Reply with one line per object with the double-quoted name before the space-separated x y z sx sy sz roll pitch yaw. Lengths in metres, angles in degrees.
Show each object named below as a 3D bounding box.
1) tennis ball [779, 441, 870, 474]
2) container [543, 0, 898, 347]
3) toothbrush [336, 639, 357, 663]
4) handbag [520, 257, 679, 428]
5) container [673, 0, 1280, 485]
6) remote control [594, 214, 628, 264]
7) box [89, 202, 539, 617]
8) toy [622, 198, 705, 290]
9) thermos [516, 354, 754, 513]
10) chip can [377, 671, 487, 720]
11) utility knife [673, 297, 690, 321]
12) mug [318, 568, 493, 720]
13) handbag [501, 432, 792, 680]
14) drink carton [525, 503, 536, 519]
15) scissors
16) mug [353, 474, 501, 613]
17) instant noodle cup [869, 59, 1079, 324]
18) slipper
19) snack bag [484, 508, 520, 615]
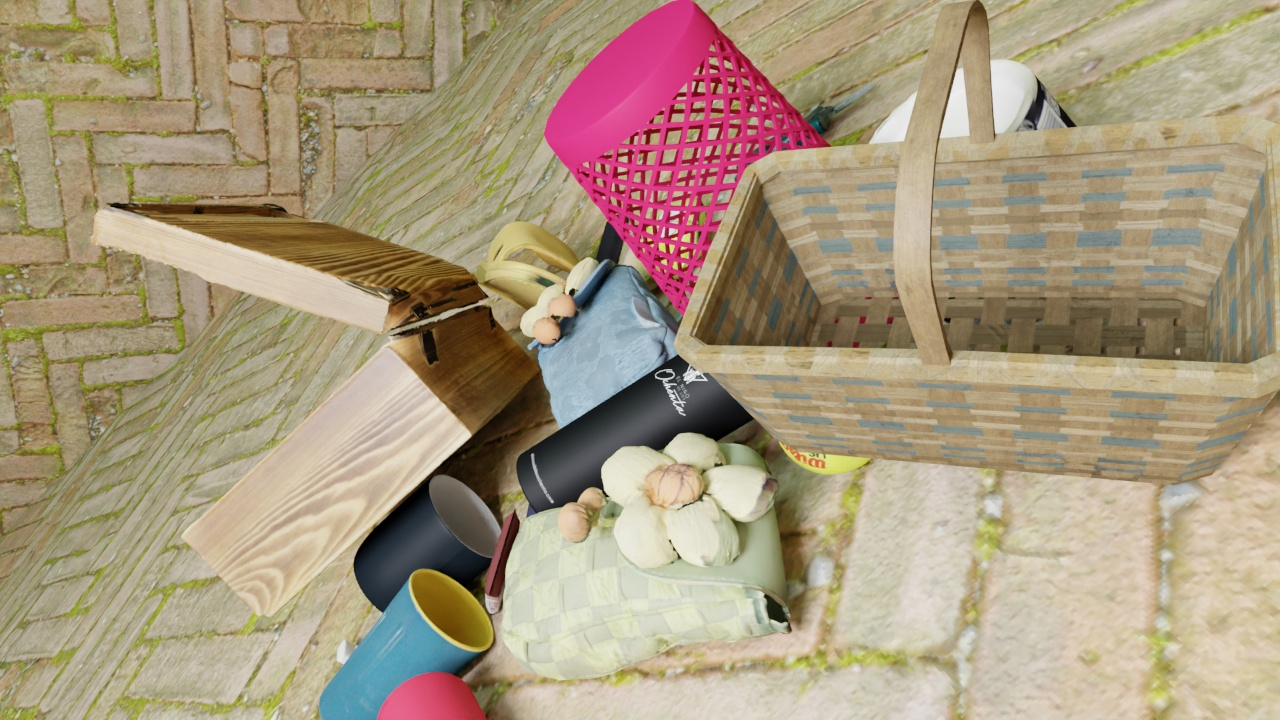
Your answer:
"tennis ball" 0.111 0.034 0.537 0.065 0.065 0.065 -33 31 23
"container" 0.056 -0.116 0.633 0.184 0.225 0.182 -33 31 23
"toothbrush" -0.235 0.290 0.729 0.016 0.018 0.181 -43 29 8
"handbag" -0.033 -0.011 0.716 0.122 0.118 0.191 -39 28 7
"container" 0.145 -0.050 0.411 0.250 0.186 0.157 2 52 29
"remote control" -0.038 -0.109 0.972 0.032 0.015 0.136 -26 34 33
"box" -0.270 -0.026 0.791 0.282 0.315 0.279 -39 3 9
"toy" 0.017 -0.099 0.857 0.115 0.046 0.092 -37 32 33
"thermos" 0.028 0.029 0.594 0.232 0.061 0.061 -33 31 14
"chip can" -0.095 0.262 0.522 0.069 0.069 0.221 -51 28 -8
"utility knife" -0.005 0.005 0.782 0.179 0.016 0.022 -51 30 -5
"mug" -0.177 0.225 0.680 0.121 0.078 0.078 -48 28 8
"handbag" -0.004 0.110 0.526 0.187 0.117 0.113 -18 39 16
"drink carton" -0.054 0.134 0.659 0.064 0.040 0.129 -30 33 27
"scissors" 0.145 -0.205 0.841 0.140 0.019 0.128 -47 21 -16
"mug" -0.172 0.152 0.764 0.094 0.085 0.121 -41 1 10
"instant noodle cup" 0.202 -0.100 0.537 0.137 0.112 0.137 -32 31 23
"slipper" -0.108 -0.092 0.936 0.078 0.099 0.264 -62 19 -5
"snack bag" -0.097 0.144 0.640 0.158 0.013 0.057 114 173 -69
